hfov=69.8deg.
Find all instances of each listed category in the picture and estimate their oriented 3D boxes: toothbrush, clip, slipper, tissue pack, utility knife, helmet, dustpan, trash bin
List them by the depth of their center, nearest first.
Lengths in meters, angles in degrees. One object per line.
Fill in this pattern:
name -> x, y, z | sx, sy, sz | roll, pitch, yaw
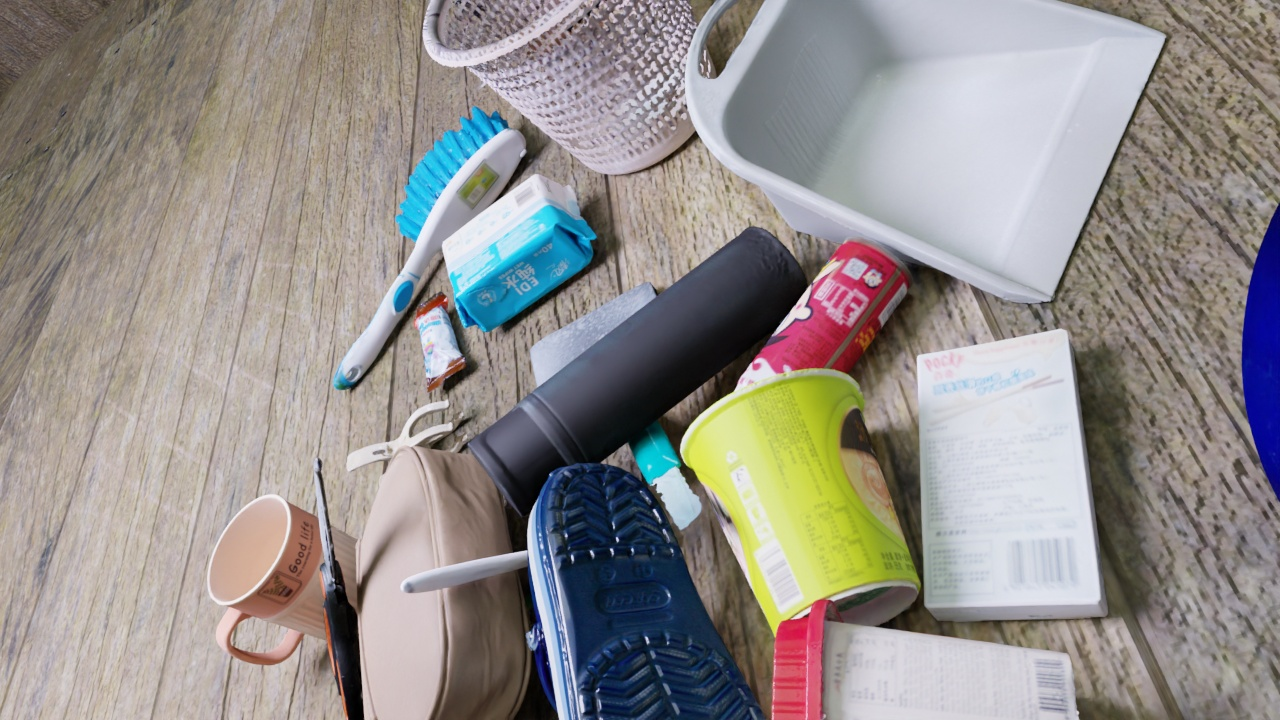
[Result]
helmet -> 0.355, 0.015, 0.261 | 0.316, 0.246, 0.240 | 23, 114, 49
slipper -> -0.008, 0.177, 0.503 | 0.252, 0.105, 0.095 | 66, 147, 30
toothbrush -> -0.057, 0.122, 0.561 | 0.016, 0.179, 0.016 | 53, 137, 42
utility knife -> 0.008, 0.061, 0.581 | 0.029, 0.013, 0.219 | -32, 15, -1
dustpan -> 0.168, -0.183, 0.616 | 0.258, 0.142, 0.222 | 15, 69, 43
clip -> -0.191, 0.074, 0.764 | 0.100, 0.074, 0.034 | -30, 47, 9
trash bin -> -0.040, -0.277, 0.795 | 0.228, 0.192, 0.227 | -19, 50, 25
tissue pack -> -0.108, -0.093, 0.805 | 0.140, 0.063, 0.090 | -34, 44, 9

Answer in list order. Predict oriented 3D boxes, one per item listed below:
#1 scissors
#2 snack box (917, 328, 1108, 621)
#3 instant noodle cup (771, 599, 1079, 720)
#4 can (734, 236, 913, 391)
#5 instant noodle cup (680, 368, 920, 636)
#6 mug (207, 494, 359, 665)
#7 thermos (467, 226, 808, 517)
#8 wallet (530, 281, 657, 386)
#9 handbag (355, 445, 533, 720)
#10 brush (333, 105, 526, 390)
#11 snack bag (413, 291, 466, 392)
scissors -> -0.194, 0.165, 0.603 | 0.021, 0.236, 0.139 | -11, 58, -24
snack box -> 0.197, 0.061, 0.498 | 0.085, 0.027, 0.156 | -12, 53, 30
instant noodle cup -> 0.129, 0.176, 0.413 | 0.124, 0.116, 0.116 | -4, 57, 20
can -> 0.116, -0.013, 0.591 | 0.053, 0.053, 0.132 | 31, 80, 45
instant noodle cup -> 0.093, 0.086, 0.508 | 0.112, 0.111, 0.123 | -29, 55, 16
mug -> -0.265, 0.175, 0.696 | 0.082, 0.106, 0.114 | 12, 67, 41
thermos -> -0.004, 0.004, 0.619 | 0.242, 0.068, 0.090 | -36, 16, -13
wallet -> -0.029, 0.001, 0.714 | 0.121, 0.019, 0.097 | -30, 48, 14
handbag -> -0.131, 0.162, 0.614 | 0.148, 0.099, 0.204 | -52, 38, 32
brush -> -0.220, -0.116, 0.916 | 0.314, 0.060, 0.109 | -51, 48, -1
snack bag -> -0.183, -0.017, 0.832 | 0.045, 0.026, 0.105 | -33, 48, 8
